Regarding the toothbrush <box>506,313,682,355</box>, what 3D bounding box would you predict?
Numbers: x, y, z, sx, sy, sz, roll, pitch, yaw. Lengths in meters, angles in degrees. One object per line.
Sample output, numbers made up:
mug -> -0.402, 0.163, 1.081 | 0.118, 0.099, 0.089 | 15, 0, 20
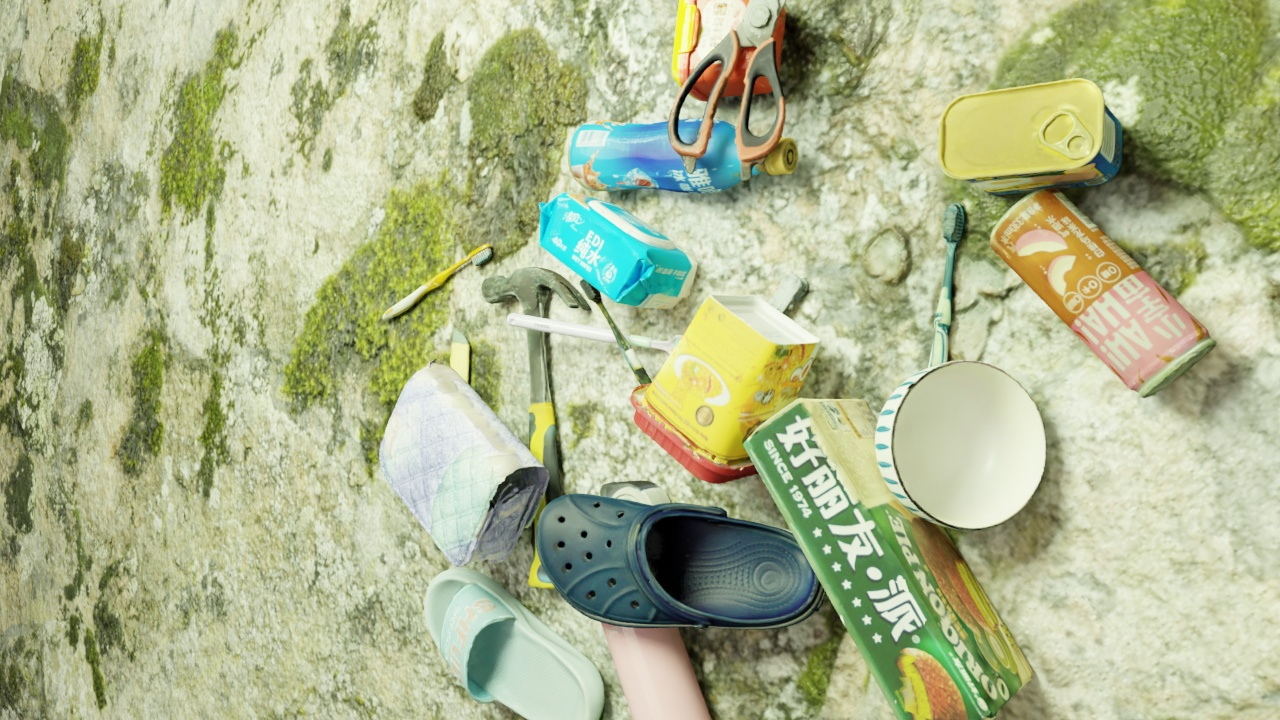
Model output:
toothbrush -> -0.043, -0.024, 0.863 | 0.189, 0.021, 0.029 | 10, 105, 22

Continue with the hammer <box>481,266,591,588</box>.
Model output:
hammer -> -0.099, 0.065, 0.924 | 0.126, 0.031, 0.323 | -8, 84, 37

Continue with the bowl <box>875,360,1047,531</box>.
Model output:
bowl -> 0.217, 0.060, 0.651 | 0.066, 0.116, 0.116 | 159, 109, -78

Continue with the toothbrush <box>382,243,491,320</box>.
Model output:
toothbrush -> -0.232, -0.084, 1.038 | 0.192, 0.016, 0.018 | -28, 81, 33

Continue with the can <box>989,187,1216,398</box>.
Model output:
can -> 0.302, -0.047, 0.609 | 0.058, 0.057, 0.147 | -48, 63, 26

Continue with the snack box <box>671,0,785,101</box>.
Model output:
snack box -> 0.077, -0.269, 0.775 | 0.080, 0.082, 0.091 | 8, 95, 23

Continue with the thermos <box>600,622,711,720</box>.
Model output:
thermos -> 0.015, 0.306, 0.810 | 0.087, 0.067, 0.198 | -27, 74, 26

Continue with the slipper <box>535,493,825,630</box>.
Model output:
slipper -> 0.023, 0.168, 0.753 | 0.253, 0.095, 0.105 | 6, 69, 18

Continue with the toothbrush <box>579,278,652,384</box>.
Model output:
toothbrush -> -0.005, 0.005, 0.831 | 0.012, 0.017, 0.186 | -31, 88, 13

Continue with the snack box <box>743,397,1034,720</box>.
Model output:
snack box -> 0.178, 0.141, 0.663 | 0.063, 0.114, 0.240 | -40, 67, 29

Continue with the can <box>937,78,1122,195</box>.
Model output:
can -> 0.266, -0.147, 0.622 | 0.102, 0.083, 0.057 | 1, 90, 37

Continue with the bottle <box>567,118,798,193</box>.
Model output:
bottle -> 0.035, -0.181, 0.809 | 0.219, 0.065, 0.065 | 9, 94, 36

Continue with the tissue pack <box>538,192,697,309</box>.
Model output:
tissue pack -> -0.021, -0.101, 0.833 | 0.140, 0.089, 0.063 | 39, 111, 31

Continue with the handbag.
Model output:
handbag -> -0.182, 0.105, 0.929 | 0.194, 0.075, 0.134 | 41, 115, 36

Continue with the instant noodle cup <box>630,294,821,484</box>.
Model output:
instant noodle cup -> 0.073, 0.018, 0.738 | 0.116, 0.116, 0.124 | 40, 117, 31

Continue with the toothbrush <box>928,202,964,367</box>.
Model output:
toothbrush -> 0.225, -0.024, 0.691 | 0.016, 0.018, 0.191 | 8, 94, 36

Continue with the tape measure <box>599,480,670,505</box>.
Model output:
tape measure -> -0.003, 0.144, 0.849 | 0.066, 0.033, 0.065 | -6, 87, 39

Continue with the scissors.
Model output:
scissors -> 0.100, -0.249, 0.724 | 0.206, 0.015, 0.197 | -27, 86, 15

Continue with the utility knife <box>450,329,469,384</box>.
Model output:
utility knife -> -0.205, 0.065, 1.012 | 0.031, 0.021, 0.198 | 3, 85, 41

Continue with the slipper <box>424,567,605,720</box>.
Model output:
slipper -> -0.141, 0.301, 0.924 | 0.246, 0.074, 0.104 | 23, 104, 34

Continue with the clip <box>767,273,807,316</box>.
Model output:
clip -> 0.118, -0.047, 0.771 | 0.026, 0.041, 0.058 | 47, 110, 31
